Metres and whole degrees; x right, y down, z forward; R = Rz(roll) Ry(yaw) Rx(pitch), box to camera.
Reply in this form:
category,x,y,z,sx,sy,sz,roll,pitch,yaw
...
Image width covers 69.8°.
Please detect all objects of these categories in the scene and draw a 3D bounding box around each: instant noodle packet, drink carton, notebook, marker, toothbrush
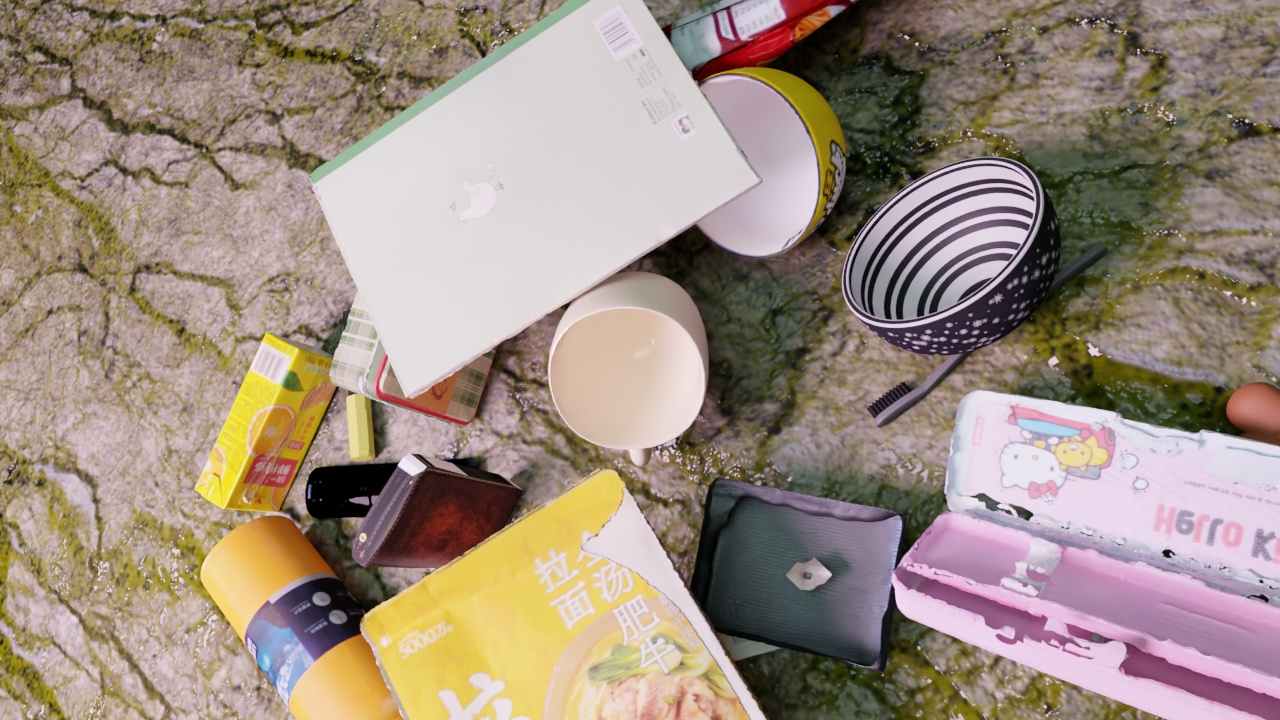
category,x,y,z,sx,sy,sz,roll,pitch,yaw
instant noodle packet,-0.027,0.191,0.491,0.163,0.084,0.221,-31,91,-2
drink carton,-0.288,0.051,0.719,0.043,0.058,0.134,24,88,26
notebook,-0.078,-0.115,0.576,0.253,0.010,0.182,-31,72,8
marker,-0.222,0.017,0.720,0.021,0.017,0.123,135,129,-58
toothbrush,0.206,-0.015,0.547,0.167,0.013,0.013,-38,57,10

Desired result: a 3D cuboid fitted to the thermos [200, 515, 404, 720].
category,x,y,z,sx,sy,sz,roll,pitch,yaw
thermos,-0.213,0.215,0.643,0.076,0.092,0.233,-39,62,-22

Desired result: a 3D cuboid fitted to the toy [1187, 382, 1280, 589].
category,x,y,z,sx,sy,sz,roll,pitch,yaw
toy,0.326,0.061,0.457,0.095,0.065,0.128,46,108,29

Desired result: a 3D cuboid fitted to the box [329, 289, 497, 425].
category,x,y,z,sx,sy,sz,roll,pitch,yaw
box,-0.135,-0.062,0.651,0.051,0.117,0.205,14,81,30

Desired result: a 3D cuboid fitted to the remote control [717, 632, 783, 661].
category,x,y,z,sx,sy,sz,roll,pitch,yaw
remote control,0.065,0.154,0.558,0.143,0.024,0.049,-21,69,17

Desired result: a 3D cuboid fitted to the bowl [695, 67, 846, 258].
category,x,y,z,sx,sy,sz,roll,pitch,yaw
bowl,0.082,-0.131,0.588,0.117,0.067,0.117,25,130,34

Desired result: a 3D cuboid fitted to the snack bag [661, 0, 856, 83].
category,x,y,z,sx,sy,sz,roll,pitch,yaw
snack bag,0.086,-0.232,0.605,0.208,0.066,0.138,-28,24,19

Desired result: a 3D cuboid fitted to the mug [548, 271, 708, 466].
category,x,y,z,sx,sy,sz,roll,pitch,yaw
mug,-0.003,0.003,0.588,0.096,0.099,0.120,-5,113,6

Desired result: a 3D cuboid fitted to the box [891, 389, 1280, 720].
category,x,y,z,sx,sy,sz,roll,pitch,yaw
box,0.242,0.101,0.458,0.202,0.077,0.146,14,67,39

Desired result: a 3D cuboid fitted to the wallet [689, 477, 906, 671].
category,x,y,z,sx,sy,sz,roll,pitch,yaw
wallet,0.089,0.121,0.527,0.115,0.026,0.089,8,79,23

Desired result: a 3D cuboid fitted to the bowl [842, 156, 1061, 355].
category,x,y,z,sx,sy,sz,roll,pitch,yaw
bowl,0.185,-0.049,0.527,0.120,0.066,0.120,-33,34,26

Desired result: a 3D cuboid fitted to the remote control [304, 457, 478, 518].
category,x,y,z,sx,sy,sz,roll,pitch,yaw
remote control,-0.188,0.096,0.686,0.152,0.020,0.041,-6,76,21

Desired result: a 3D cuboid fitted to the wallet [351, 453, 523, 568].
category,x,y,z,sx,sy,sz,roll,pitch,yaw
wallet,-0.128,0.103,0.600,0.019,0.123,0.072,32,91,27
